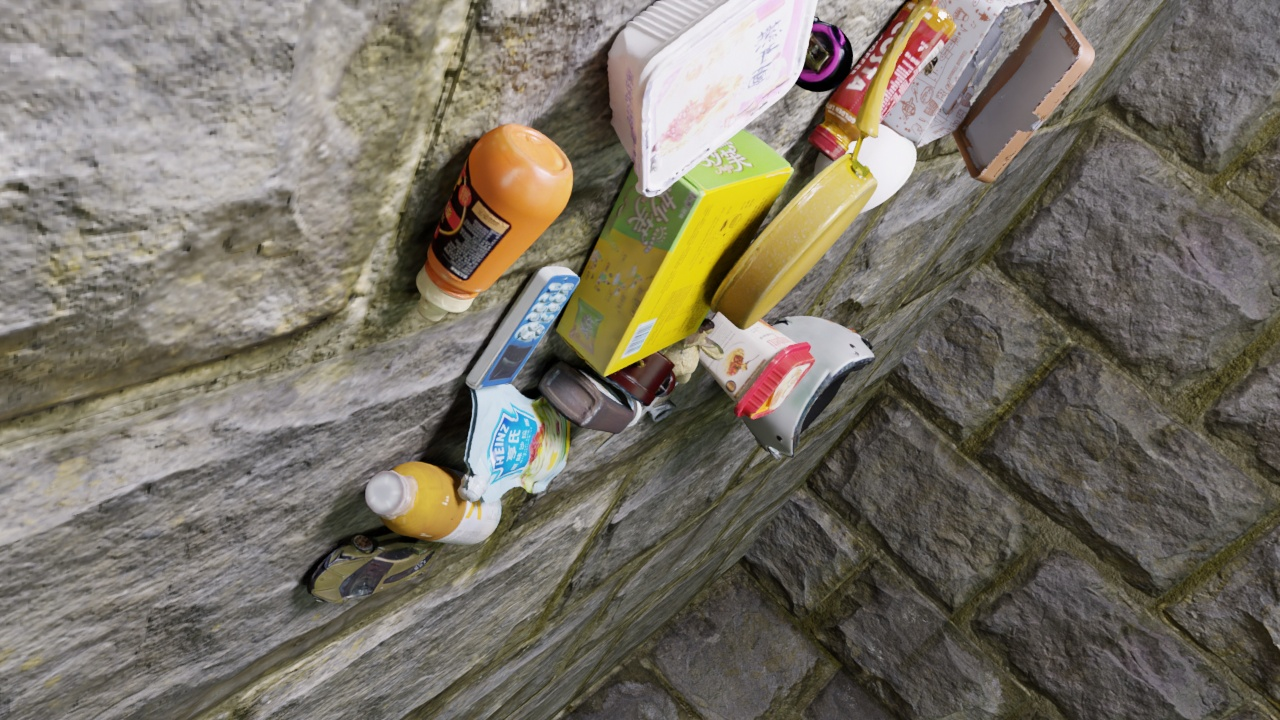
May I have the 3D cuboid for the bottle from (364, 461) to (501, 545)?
[{"bbox_3d":[-0.187,0.130,0.832,0.068,0.068,0.189,-46,161,-1],"label":"bottle"}]

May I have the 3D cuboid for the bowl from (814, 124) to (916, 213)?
[{"bbox_3d":[0.234,-0.224,1.008,0.118,0.118,0.064,-47,125,-1],"label":"bowl"}]

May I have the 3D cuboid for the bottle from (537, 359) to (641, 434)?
[{"bbox_3d":[-0.041,0.044,0.956,0.044,0.080,0.194,-50,163,4],"label":"bottle"}]

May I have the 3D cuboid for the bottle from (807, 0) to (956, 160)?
[{"bbox_3d":[0.242,-0.284,0.937,0.175,0.057,0.057,-51,161,13],"label":"bottle"}]

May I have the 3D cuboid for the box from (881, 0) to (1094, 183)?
[{"bbox_3d":[0.385,-0.308,1.014,0.151,0.174,0.183,-28,153,-42],"label":"box"}]

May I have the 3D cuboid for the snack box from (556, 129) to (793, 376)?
[{"bbox_3d":[0.029,-0.099,0.832,0.157,0.070,0.211,-26,152,-48],"label":"snack box"}]

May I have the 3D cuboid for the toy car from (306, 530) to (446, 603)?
[{"bbox_3d":[-0.248,0.193,0.878,0.070,0.042,0.157,-55,158,22],"label":"toy car"}]

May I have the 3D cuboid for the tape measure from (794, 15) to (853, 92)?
[{"bbox_3d":[0.151,-0.261,0.785,0.057,0.058,0.039,-52,161,24],"label":"tape measure"}]

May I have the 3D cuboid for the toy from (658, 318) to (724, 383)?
[{"bbox_3d":[0.044,-0.012,1.074,0.105,0.066,0.157,2,153,-6],"label":"toy"}]

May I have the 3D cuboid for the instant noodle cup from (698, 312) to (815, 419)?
[{"bbox_3d":[0.142,-0.003,1.193,0.117,0.124,0.116,-55,159,21],"label":"instant noodle cup"}]

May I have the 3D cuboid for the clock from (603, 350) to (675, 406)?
[{"bbox_3d":[-0.006,0.006,0.956,0.055,0.082,0.122,-54,159,2],"label":"clock"}]

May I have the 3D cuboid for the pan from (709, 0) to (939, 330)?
[{"bbox_3d":[0.180,-0.178,0.848,0.358,0.078,0.197,-51,171,26],"label":"pan"}]

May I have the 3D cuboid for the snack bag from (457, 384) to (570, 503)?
[{"bbox_3d":[-0.118,0.077,0.874,0.191,0.039,0.110,11,94,-72],"label":"snack bag"}]

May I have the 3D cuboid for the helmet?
[{"bbox_3d":[0.226,0.023,1.383,0.230,0.157,0.273,-51,172,8],"label":"helmet"}]

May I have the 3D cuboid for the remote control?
[{"bbox_3d":[-0.099,-0.027,0.770,0.125,0.024,0.049,-54,160,19],"label":"remote control"}]

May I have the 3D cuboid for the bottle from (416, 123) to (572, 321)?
[{"bbox_3d":[-0.105,-0.081,0.598,0.150,0.067,0.066,-49,163,29],"label":"bottle"}]

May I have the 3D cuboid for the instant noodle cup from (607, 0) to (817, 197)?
[{"bbox_3d":[0.044,-0.212,0.647,0.173,0.060,0.138,-42,161,-17],"label":"instant noodle cup"}]

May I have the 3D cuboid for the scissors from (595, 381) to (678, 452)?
[{"bbox_3d":[0.007,0.064,1.219,0.179,0.014,0.159,-42,159,-6],"label":"scissors"}]

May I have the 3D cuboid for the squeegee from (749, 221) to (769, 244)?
[{"bbox_3d":[0.131,-0.114,1.075,0.246,0.039,0.246,-33,163,2],"label":"squeegee"}]
